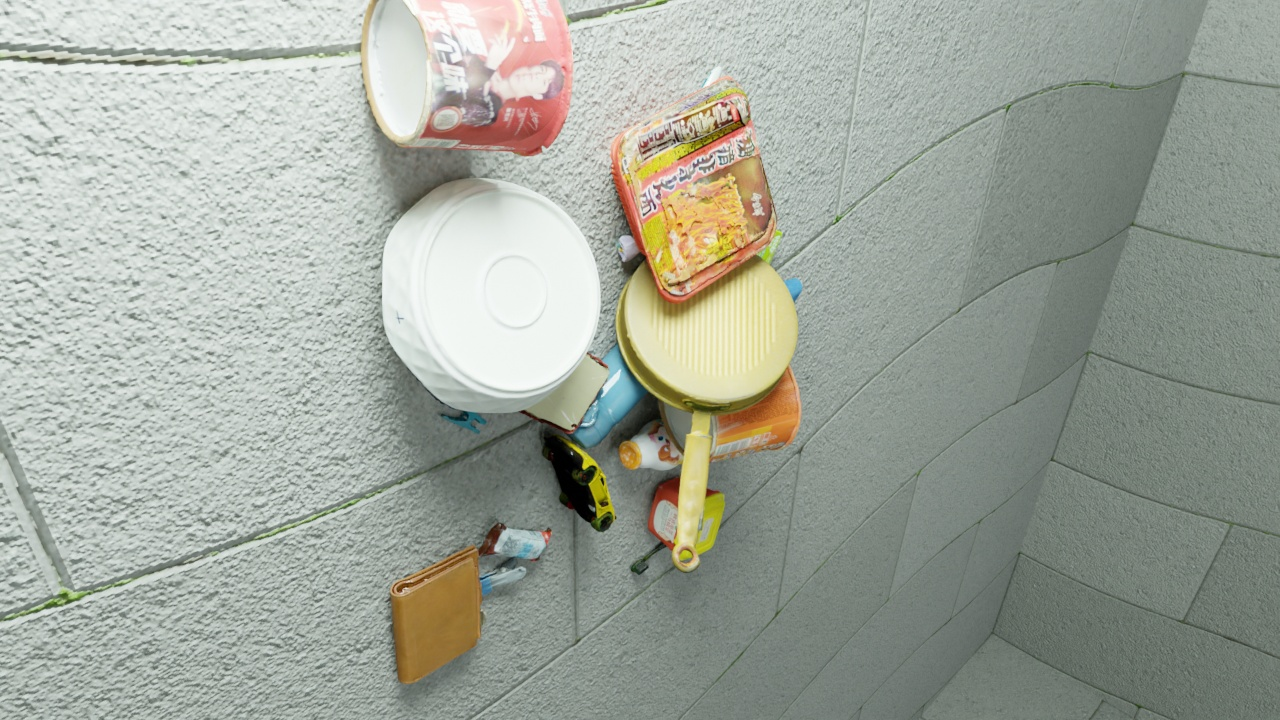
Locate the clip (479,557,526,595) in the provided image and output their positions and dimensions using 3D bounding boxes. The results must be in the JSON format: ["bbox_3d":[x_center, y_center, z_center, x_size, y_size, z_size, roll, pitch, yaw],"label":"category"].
[{"bbox_3d":[-0.159,0.243,1.039,0.056,0.028,0.024,-25,129,-28],"label":"clip"}]

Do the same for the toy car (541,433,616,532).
[{"bbox_3d":[-0.066,0.136,1.030,0.041,0.071,0.156,-41,139,-24],"label":"toy car"}]

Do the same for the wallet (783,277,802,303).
[{"bbox_3d":[0.141,-0.050,1.166,0.132,0.040,0.107,-18,145,-40],"label":"wallet"}]

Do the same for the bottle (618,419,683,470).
[{"bbox_3d":[0.022,0.105,1.123,0.108,0.063,0.063,-13,123,-46],"label":"bottle"}]

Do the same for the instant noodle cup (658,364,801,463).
[{"bbox_3d":[0.097,0.048,1.071,0.111,0.151,0.152,-16,127,-27],"label":"instant noodle cup"}]

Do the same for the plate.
[{"bbox_3d":[-0.116,-0.057,0.780,0.204,0.046,0.204,4,84,-38],"label":"plate"}]

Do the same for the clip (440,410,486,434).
[{"bbox_3d":[-0.171,0.055,0.896,0.041,0.014,0.056,-57,145,-5],"label":"clip"}]

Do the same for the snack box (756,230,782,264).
[{"bbox_3d":[0.110,-0.134,1.101,0.156,0.026,0.086,9,106,-53],"label":"snack box"}]

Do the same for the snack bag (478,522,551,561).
[{"bbox_3d":[-0.138,0.205,1.027,0.045,0.026,0.105,-56,144,8],"label":"snack bag"}]

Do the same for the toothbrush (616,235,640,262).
[{"bbox_3d":[0.056,-0.153,1.000,0.188,0.021,0.029,-27,128,-25],"label":"toothbrush"}]

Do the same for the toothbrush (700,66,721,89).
[{"bbox_3d":[0.039,-0.223,0.960,0.016,0.018,0.191,29,90,-54],"label":"toothbrush"}]

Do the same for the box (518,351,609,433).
[{"bbox_3d":[-0.101,0.007,0.893,0.091,0.079,0.168,-59,145,-2],"label":"box"}]

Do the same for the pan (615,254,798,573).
[{"bbox_3d":[0.064,0.040,0.970,0.078,0.197,0.356,118,-22,-67],"label":"pan"}]

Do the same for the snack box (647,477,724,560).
[{"bbox_3d":[0.058,0.207,1.223,0.081,0.080,0.091,-11,122,-48],"label":"snack box"}]

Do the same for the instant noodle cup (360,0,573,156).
[{"bbox_3d":[-0.130,-0.214,0.667,0.108,0.138,0.138,-16,125,-38],"label":"instant noodle cup"}]

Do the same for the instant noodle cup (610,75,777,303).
[{"bbox_3d":[0.048,-0.171,0.925,0.164,0.079,0.189,-32,120,-22],"label":"instant noodle cup"}]

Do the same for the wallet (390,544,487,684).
[{"bbox_3d":[-0.213,0.270,0.975,0.107,0.031,0.132,-23,131,-37],"label":"wallet"}]

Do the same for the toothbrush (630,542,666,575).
[{"bbox_3d":[0.055,0.249,1.303,0.185,0.017,0.012,-31,132,-36],"label":"toothbrush"}]

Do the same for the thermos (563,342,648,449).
[{"bbox_3d":[-0.006,0.006,1.020,0.220,0.070,0.070,-47,142,-20],"label":"thermos"}]
